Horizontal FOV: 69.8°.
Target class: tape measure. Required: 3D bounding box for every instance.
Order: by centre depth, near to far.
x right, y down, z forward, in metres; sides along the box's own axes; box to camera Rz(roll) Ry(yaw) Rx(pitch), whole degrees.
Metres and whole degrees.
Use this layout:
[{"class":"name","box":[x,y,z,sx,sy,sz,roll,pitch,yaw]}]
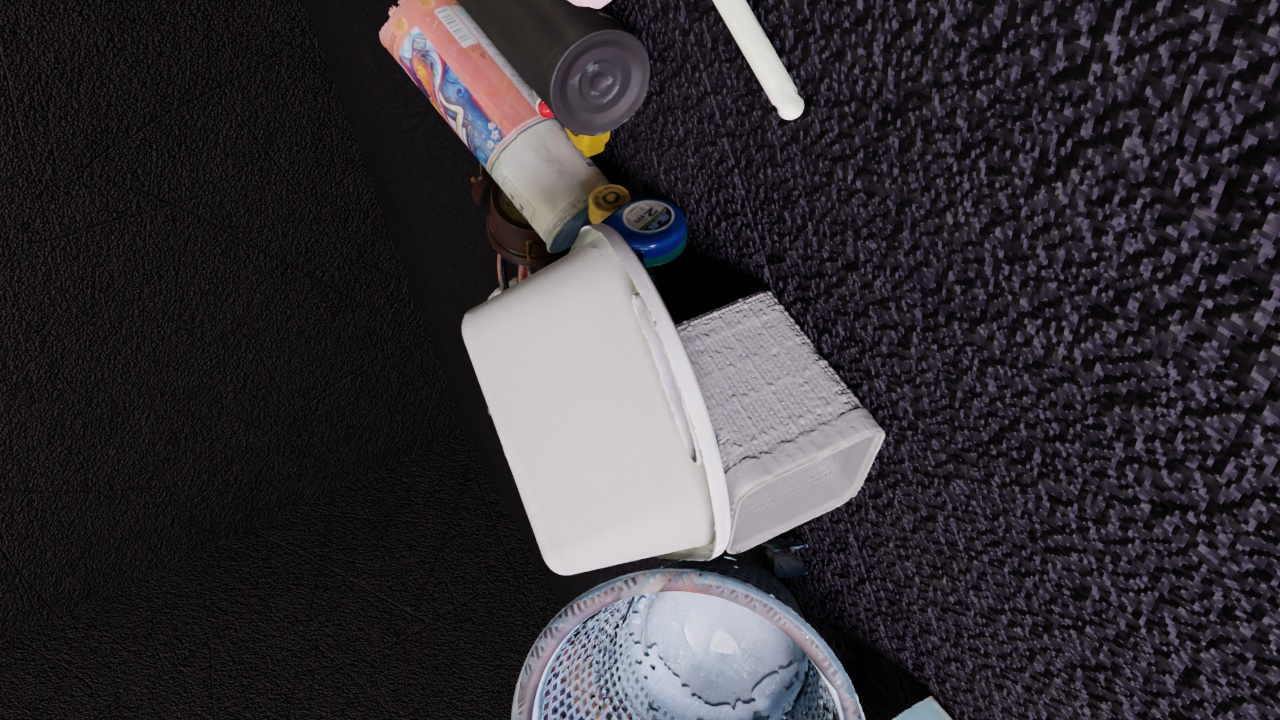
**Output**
[{"class":"tape measure","box":[0.003,-0.084,0.611,0.054,0.058,0.025,30,146,28]},{"class":"tape measure","box":[-0.038,-0.180,0.653,0.057,0.028,0.060,61,164,11]}]

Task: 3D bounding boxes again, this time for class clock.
[{"class":"clock","box":[-0.103,-0.141,0.829,0.122,0.082,0.055,59,160,20]}]

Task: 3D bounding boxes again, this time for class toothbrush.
[{"class":"toothbrush","box":[0.029,-0.196,0.429,0.189,0.020,0.029,63,-165,4]}]

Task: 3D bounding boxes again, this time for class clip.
[{"class":"clip","box":[0.105,0.143,0.679,0.058,0.026,0.043,-166,67,-80]}]

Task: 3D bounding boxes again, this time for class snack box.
[{"class":"snack box","box":[0.189,0.298,0.585,0.074,0.051,0.175,49,158,48]}]

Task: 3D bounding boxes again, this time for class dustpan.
[{"class":"dustpan","box":[-0.001,0.025,0.580,0.222,0.143,0.257,69,-163,4]}]

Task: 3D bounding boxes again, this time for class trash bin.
[{"class":"trash bin","box":[0.044,0.234,0.662,0.226,0.227,0.195,65,-168,1]}]

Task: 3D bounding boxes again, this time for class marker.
[{"class":"marker","box":[-0.074,-0.213,0.662,0.145,0.017,0.017,-105,3,-48]}]

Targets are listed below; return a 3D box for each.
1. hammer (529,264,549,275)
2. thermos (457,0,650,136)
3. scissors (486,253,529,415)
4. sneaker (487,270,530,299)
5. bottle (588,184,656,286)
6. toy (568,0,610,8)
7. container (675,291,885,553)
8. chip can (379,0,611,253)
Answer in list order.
[{"class":"hammer","box":[-0.086,-0.063,0.904,0.129,0.032,0.301,-11,97,35]},{"class":"thermos","box":[-0.088,-0.242,0.617,0.069,0.089,0.242,-56,49,22]},{"class":"scissors","box":[-0.105,-0.029,0.895,0.228,0.015,0.189,-32,84,36]},{"class":"sneaker","box":[-0.086,0.010,0.985,0.242,0.090,0.090,60,165,16]},{"class":"bottle","box":[-0.020,-0.048,0.722,0.065,0.065,0.219,55,162,33]},{"class":"toy","box":[-0.049,-0.273,0.495,0.121,0.054,0.160,44,157,49]},{"class":"container","box":[0.064,0.032,0.529,0.114,0.090,0.090,60,164,29]},{"class":"chip can","box":[-0.108,-0.186,0.702,0.214,0.071,0.071,51,163,6]}]
